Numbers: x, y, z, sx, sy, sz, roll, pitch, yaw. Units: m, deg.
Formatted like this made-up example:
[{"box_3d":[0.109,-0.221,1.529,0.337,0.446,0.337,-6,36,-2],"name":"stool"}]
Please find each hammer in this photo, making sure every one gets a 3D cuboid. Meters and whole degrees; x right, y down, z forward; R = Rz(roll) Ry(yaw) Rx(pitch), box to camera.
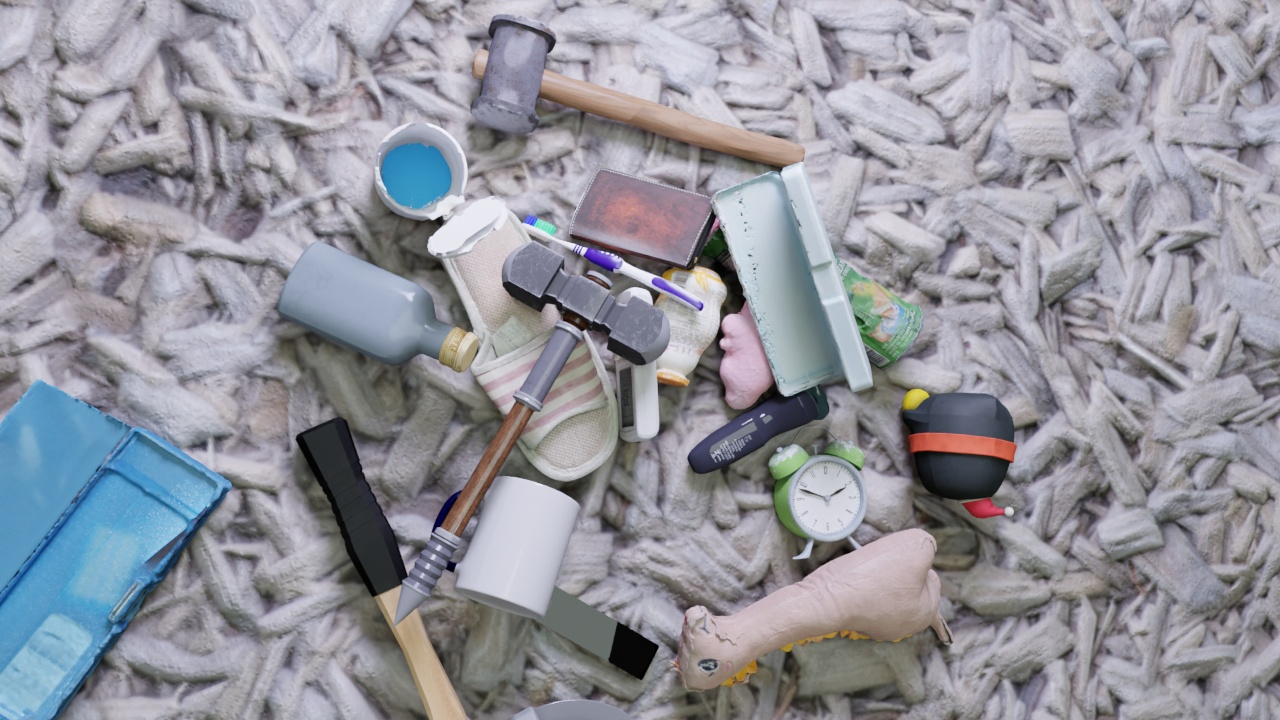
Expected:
[{"box_3d":[-0.110,0.066,0.741,0.156,0.043,0.321,29,75,3],"name":"hammer"},{"box_3d":[-0.202,0.204,0.766,0.131,0.039,0.328,-24,88,-11],"name":"hammer"},{"box_3d":[0.005,-0.231,0.864,0.328,0.052,0.098,13,81,-15],"name":"hammer"}]

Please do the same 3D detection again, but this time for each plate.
[{"box_3d":[-0.062,0.387,0.800,0.178,0.012,0.178,1,84,-13],"name":"plate"}]

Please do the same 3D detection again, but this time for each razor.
[{"box_3d":[0.108,0.063,0.857,0.142,0.052,0.047,-29,101,-10],"name":"razor"}]

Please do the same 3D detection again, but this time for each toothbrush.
[{"box_3d":[-0.026,-0.088,0.822,0.187,0.015,0.016,26,80,13],"name":"toothbrush"}]

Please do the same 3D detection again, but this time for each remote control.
[{"box_3d":[-0.054,0.233,0.817,0.150,0.013,0.034,32,74,-9],"name":"remote control"},{"box_3d":[-0.005,0.005,0.827,0.025,0.060,0.138,-1,85,-18],"name":"remote control"}]

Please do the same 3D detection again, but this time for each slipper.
[{"box_3d":[-0.101,-0.017,0.811,0.115,0.052,0.263,-25,90,-16],"name":"slipper"}]

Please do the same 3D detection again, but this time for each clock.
[{"box_3d":[0.168,0.122,0.867,0.094,0.043,0.119,-2,85,-15],"name":"clock"}]

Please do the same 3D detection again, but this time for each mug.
[{"box_3d":[-0.118,0.151,0.768,0.112,0.079,0.096,20,67,-5],"name":"mug"}]

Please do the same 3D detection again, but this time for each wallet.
[{"box_3d":[0.002,-0.128,0.830,0.123,0.019,0.072,19,79,22],"name":"wallet"}]

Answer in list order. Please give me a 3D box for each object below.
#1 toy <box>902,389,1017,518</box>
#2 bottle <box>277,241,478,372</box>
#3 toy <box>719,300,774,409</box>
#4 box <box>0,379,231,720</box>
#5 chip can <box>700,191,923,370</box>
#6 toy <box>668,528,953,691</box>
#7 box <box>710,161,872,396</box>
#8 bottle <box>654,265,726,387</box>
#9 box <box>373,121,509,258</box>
[{"box_3d":[0.305,0.088,0.873,0.097,0.100,0.119,10,81,-15],"name":"toy"},{"box_3d":[-0.215,-0.037,0.768,0.161,0.046,0.072,24,79,5],"name":"bottle"},{"box_3d":[0.109,-0.011,0.859,0.102,0.050,0.093,-39,113,-11],"name":"toy"},{"box_3d":[-0.457,0.148,0.704,0.173,0.066,0.231,41,76,-28],"name":"box"},{"box_3d":[0.162,-0.075,0.869,0.223,0.075,0.075,32,78,-9],"name":"chip can"},{"box_3d":[0.163,0.251,0.842,0.264,0.065,0.196,-28,118,-5],"name":"toy"},{"box_3d":[0.129,-0.065,0.801,0.096,0.085,0.199,-16,101,18],"name":"box"},{"box_3d":[0.039,-0.031,0.842,0.063,0.063,0.108,17,82,-12],"name":"bottle"},{"box_3d":[-0.168,-0.140,0.756,0.084,0.160,0.118,-31,103,-9],"name":"box"}]
